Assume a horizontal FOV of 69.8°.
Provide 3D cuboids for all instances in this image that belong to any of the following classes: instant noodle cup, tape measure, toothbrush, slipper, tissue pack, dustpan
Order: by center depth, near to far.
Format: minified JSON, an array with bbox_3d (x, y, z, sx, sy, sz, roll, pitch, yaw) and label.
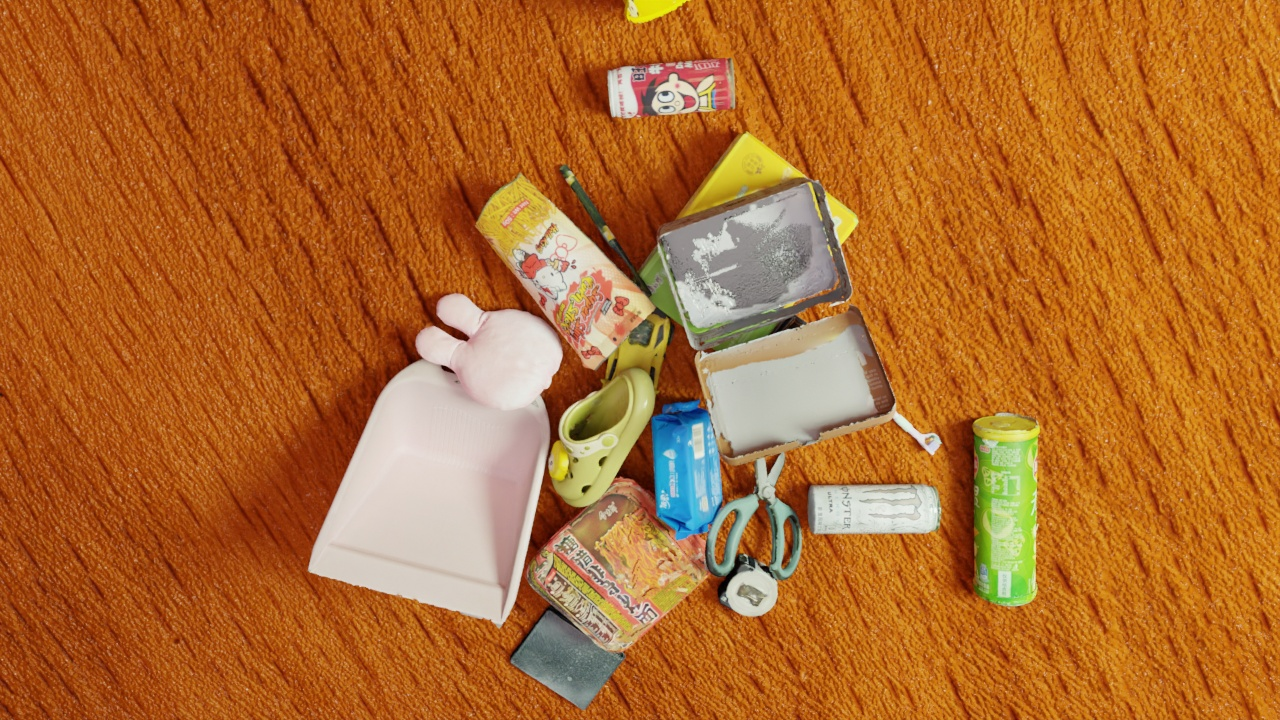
[{"bbox_3d":[-0.041,-0.140,1.003,0.017,0.012,0.185,-41,72,28],"label":"toothbrush"},{"bbox_3d":[-0.219,0.123,1.021,0.222,0.272,0.139,13,129,-4],"label":"dustpan"},{"bbox_3d":[-0.057,0.080,1.029,0.081,0.091,0.191,18,123,-29],"label":"slipper"},{"bbox_3d":[0.052,0.125,1.049,0.052,0.094,0.157,-5,89,28],"label":"tissue pack"},{"bbox_3d":[0.276,0.042,1.069,0.189,0.029,0.021,41,140,-6],"label":"toothbrush"},{"bbox_3d":[-0.023,0.237,1.101,0.164,0.079,0.189,44,102,-8],"label":"instant noodle cup"},{"bbox_3d":[0.135,0.279,1.127,0.066,0.033,0.066,26,105,-3],"label":"tape measure"}]

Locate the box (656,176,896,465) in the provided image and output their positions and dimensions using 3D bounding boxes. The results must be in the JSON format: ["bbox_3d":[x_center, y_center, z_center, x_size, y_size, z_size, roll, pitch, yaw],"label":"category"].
[{"bbox_3d":[0.131,-0.042,0.928,0.179,0.124,0.273,-18,81,7],"label":"box"}]

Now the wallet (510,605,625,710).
[{"bbox_3d":[-0.094,0.381,1.172,0.121,0.019,0.097,34,104,-4],"label":"wallet"}]

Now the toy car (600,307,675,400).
[{"bbox_3d":[-0.006,0.006,1.063,0.071,0.041,0.156,13,106,1],"label":"toy car"}]

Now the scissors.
[{"bbox_3d":[0.129,0.192,1.074,0.178,0.019,0.172,-18,105,-32],"label":"scissors"}]

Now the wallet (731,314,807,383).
[{"bbox_3d":[0.148,0.004,1.034,0.122,0.096,0.020,-51,59,11],"label":"wallet"}]

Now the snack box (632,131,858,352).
[{"bbox_3d":[0.111,-0.121,1.011,0.157,0.070,0.210,36,102,-6],"label":"snack box"}]

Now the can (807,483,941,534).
[{"bbox_3d":[0.273,0.175,1.082,0.147,0.058,0.058,-1,104,3],"label":"can"}]

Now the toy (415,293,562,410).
[{"bbox_3d":[-0.171,-0.013,1.049,0.159,0.054,0.121,29,71,3],"label":"toy"}]

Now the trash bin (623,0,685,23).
[{"bbox_3d":[0.011,-0.494,0.855,0.230,0.229,0.255,-34,94,10],"label":"trash bin"}]

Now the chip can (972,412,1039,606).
[{"bbox_3d":[0.424,0.176,1.068,0.072,0.072,0.221,-4,103,4],"label":"chip can"}]

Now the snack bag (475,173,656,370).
[{"bbox_3d":[-0.087,-0.096,1.003,0.208,0.073,0.129,49,132,5],"label":"snack bag"}]

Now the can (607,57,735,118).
[{"bbox_3d":[0.033,-0.291,0.981,0.133,0.053,0.053,-4,103,3],"label":"can"}]
